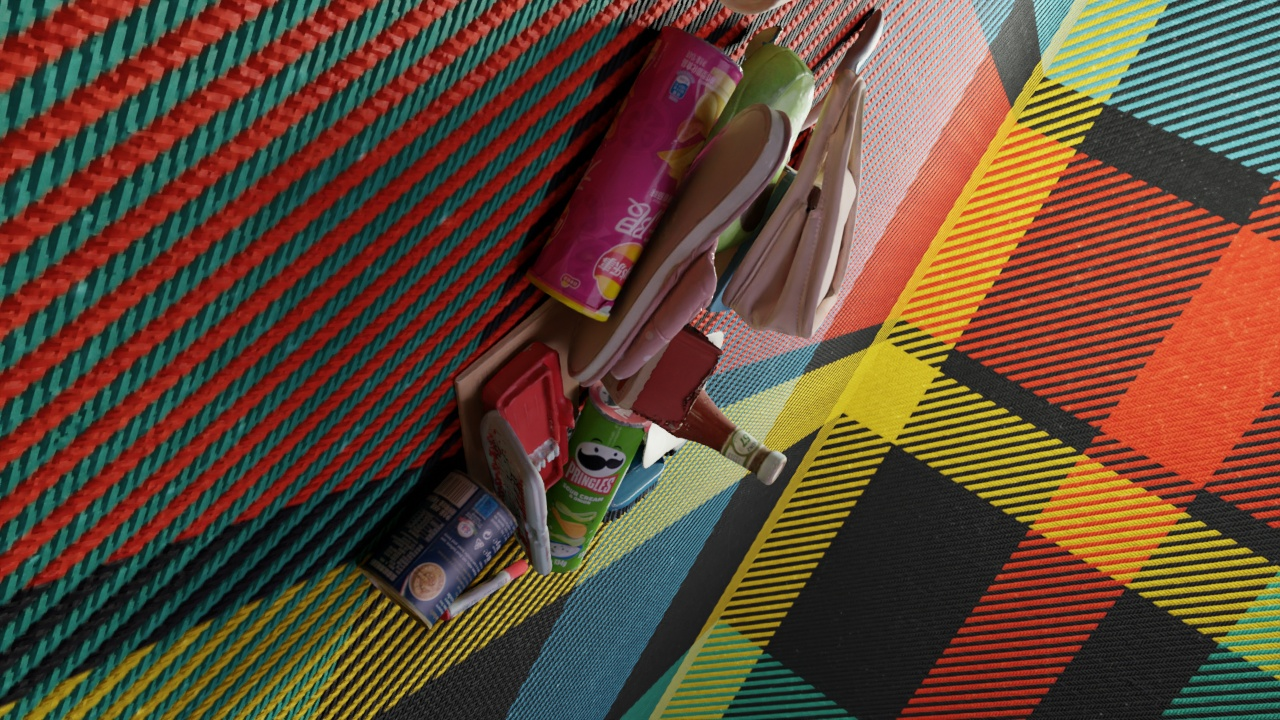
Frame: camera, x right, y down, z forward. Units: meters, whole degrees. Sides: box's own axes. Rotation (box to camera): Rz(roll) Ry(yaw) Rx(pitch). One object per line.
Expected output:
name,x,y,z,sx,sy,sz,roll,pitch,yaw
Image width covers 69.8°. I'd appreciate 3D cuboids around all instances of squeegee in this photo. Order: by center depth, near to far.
squeegee,0.212,-0.307,1.006,0.249,0.040,0.248,-50,160,-22

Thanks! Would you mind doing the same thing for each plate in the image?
plate,0.040,0.041,1.124,0.163,0.034,0.164,-27,137,-60

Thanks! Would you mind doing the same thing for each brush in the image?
brush,-0.015,0.143,1.137,0.143,0.055,0.074,-32,149,-51

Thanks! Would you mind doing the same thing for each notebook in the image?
notebook,-0.102,0.035,0.816,0.149,0.012,0.212,-44,158,-31

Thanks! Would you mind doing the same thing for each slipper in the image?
slipper,0.030,-0.078,0.712,0.275,0.054,0.114,-50,-152,29

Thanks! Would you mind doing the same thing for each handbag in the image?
handbag,0.163,-0.149,0.850,0.192,0.093,0.235,-45,154,-61

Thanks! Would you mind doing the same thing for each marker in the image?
marker,-0.167,0.246,0.987,0.145,0.017,0.017,-18,137,-62

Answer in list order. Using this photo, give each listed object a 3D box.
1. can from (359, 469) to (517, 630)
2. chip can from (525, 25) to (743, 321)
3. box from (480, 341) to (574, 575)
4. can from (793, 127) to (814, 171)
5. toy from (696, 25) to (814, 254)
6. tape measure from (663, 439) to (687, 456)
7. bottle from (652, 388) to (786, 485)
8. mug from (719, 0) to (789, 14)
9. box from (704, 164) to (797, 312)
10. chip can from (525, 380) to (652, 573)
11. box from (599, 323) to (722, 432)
can,-0.163,0.152,0.753,0.111,0.075,0.075,-49,160,-24
chip can,-0.006,-0.137,0.684,0.211,0.071,0.071,-60,161,8
box,-0.085,0.093,0.788,0.118,0.098,0.202,-44,158,-26
can,0.206,-0.206,1.120,0.057,0.058,0.148,-32,149,-52
toy,0.080,-0.169,0.818,0.226,0.090,0.247,-34,154,-55
tape measure,0.052,0.091,1.257,0.065,0.033,0.066,-44,158,-38
bottle,0.054,0.057,0.936,0.059,0.206,0.060,-47,158,-26
mug,0.100,-0.318,0.659,0.105,0.082,0.115,-40,129,-37
box,0.104,-0.131,0.975,0.185,0.060,0.089,-61,161,20
chip can,-0.056,0.125,0.958,0.072,0.072,0.237,-33,154,-51
box,0.016,0.003,0.829,0.091,0.076,0.168,-60,-163,6
